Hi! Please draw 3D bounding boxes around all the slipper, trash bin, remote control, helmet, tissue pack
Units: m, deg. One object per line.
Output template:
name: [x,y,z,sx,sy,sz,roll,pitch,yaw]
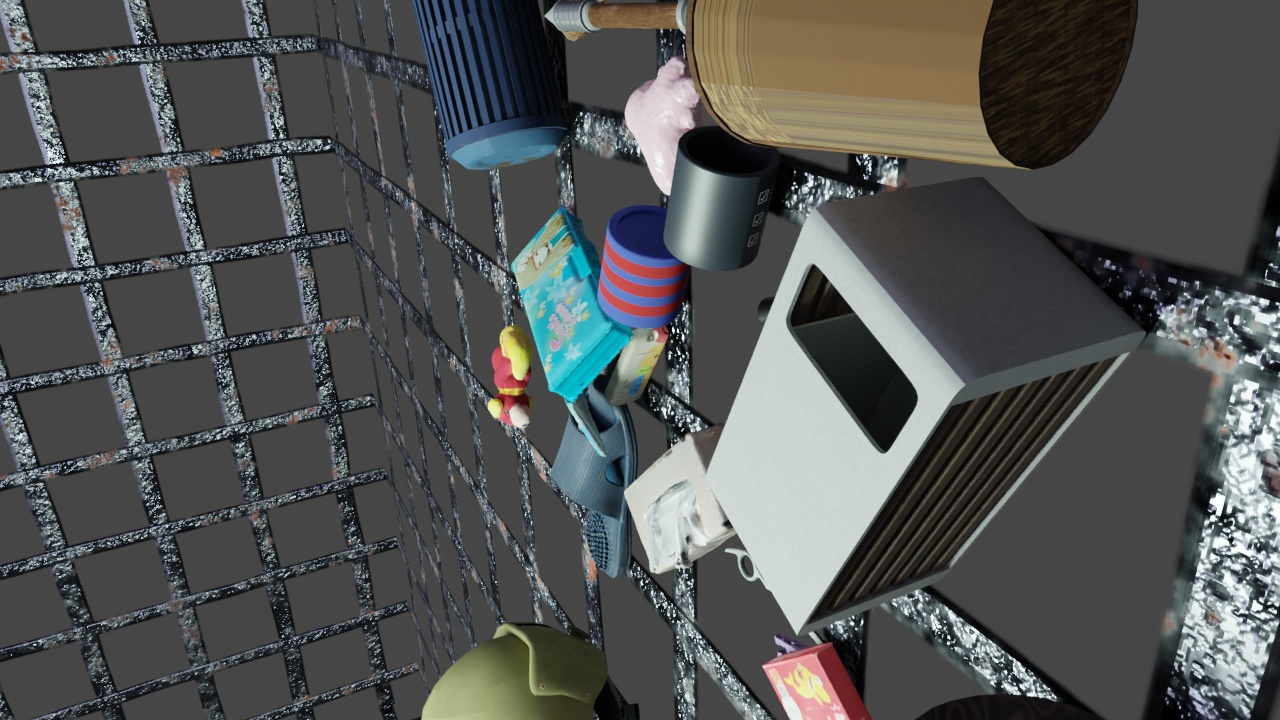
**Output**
slipper: [-0.059,0.137,1.026,0.101,0.082,0.264,-134,38,-53]
trash bin: [-0.161,-0.331,0.940,0.139,0.139,0.249,-2,101,66]
remote control: [-0.005,0.005,0.890,0.018,0.038,0.126,65,153,25]
helmet: [-0.124,0.425,1.074,0.251,0.255,0.233,-13,94,65]
trash bin: [0.135,0.033,0.503,0.114,0.114,0.229,60,151,34]
tissue pack: [0.037,0.137,0.838,0.182,0.071,0.103,-48,58,58]

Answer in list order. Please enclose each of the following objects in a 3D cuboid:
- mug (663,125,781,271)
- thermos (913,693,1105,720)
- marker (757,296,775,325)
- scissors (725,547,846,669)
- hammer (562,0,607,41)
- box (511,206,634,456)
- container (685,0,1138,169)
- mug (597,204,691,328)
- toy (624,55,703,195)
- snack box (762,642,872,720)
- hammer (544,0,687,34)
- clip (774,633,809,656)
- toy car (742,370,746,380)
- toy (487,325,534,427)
mug: [0.057,-0.126,0.665,0.104,0.071,0.078,-89,6,-49]
thermos: [0.189,0.310,0.480,0.172,0.172,0.227,50,151,46]
marker: [0.117,-0.039,0.616,0.126,0.025,0.025,-9,93,66]
scissors: [0.116,0.201,0.756,0.090,0.014,0.171,109,144,-47]
hammer: [-0.008,-0.332,0.722,0.319,0.048,0.121,171,89,-68]
box: [-0.079,-0.033,0.929,0.227,0.083,0.173,-114,30,-49]
container: [0.123,-0.154,0.431,0.167,0.132,0.132,32,131,50]
mug: [0.005,-0.092,0.792,0.111,0.075,0.076,-89,7,-46]
toy: [0.023,-0.189,0.711,0.099,0.052,0.096,66,151,25]
snack box: [0.149,0.285,0.697,0.133,0.021,0.089,63,153,13]
hammer: [0.013,-0.240,0.637,0.322,0.043,0.156,27,140,51]
clip: [0.127,0.245,0.757,0.053,0.013,0.037,-148,50,-61]
toy car: [0.101,0.041,0.663,0.051,0.048,0.100,56,149,37]
toy: [-0.177,0.020,1.251,0.105,0.067,0.137,-147,57,-63]
